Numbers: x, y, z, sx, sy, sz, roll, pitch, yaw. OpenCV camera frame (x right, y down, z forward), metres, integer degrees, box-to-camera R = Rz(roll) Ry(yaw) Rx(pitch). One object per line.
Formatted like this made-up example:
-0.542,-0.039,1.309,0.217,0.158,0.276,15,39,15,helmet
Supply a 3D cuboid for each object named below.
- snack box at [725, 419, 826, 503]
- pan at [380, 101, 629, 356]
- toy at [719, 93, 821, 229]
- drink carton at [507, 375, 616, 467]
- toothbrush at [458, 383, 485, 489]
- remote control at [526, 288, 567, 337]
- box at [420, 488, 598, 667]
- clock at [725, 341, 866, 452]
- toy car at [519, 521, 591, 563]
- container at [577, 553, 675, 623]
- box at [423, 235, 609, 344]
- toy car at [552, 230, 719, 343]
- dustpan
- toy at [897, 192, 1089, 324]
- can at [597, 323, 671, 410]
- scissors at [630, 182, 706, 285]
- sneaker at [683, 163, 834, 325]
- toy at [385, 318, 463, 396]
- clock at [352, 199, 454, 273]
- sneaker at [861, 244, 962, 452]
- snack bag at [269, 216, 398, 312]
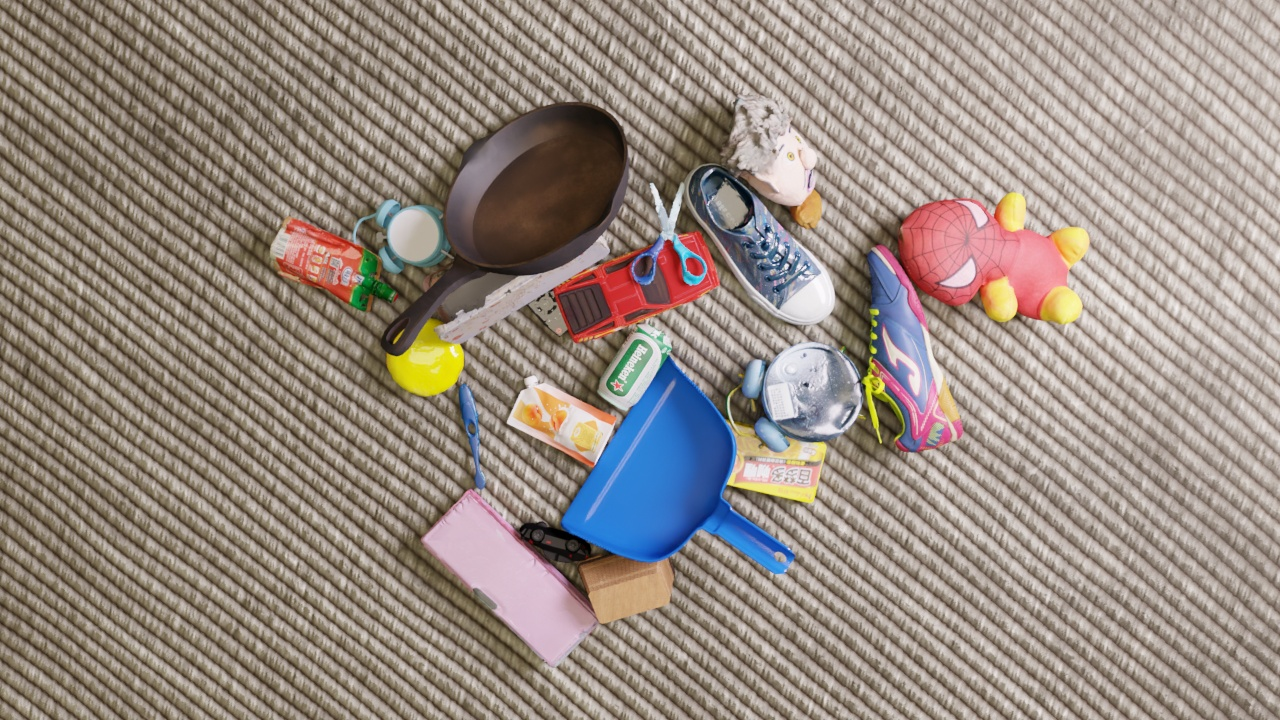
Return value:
0.143,0.120,1.115,0.152,0.025,0.075,13,96,0,snack box
-0.152,-0.137,1.012,0.249,0.043,0.355,34,80,37,pan
0.159,-0.224,1.041,0.076,0.132,0.176,-18,123,44,toy
-0.097,0.072,1.115,0.122,0.039,0.069,26,97,5,drink carton
-0.206,0.093,1.127,0.021,0.016,0.132,-9,93,2,toothbrush
-0.128,-0.085,1.107,0.039,0.010,0.124,-42,94,5,remote control
-0.158,0.268,1.128,0.098,0.046,0.233,-43,93,6,box
0.180,0.044,1.076,0.162,0.060,0.118,-11,82,-4,clock
-0.106,0.225,1.123,0.092,0.042,0.036,16,94,-1,toy car
-0.015,0.269,1.109,0.114,0.061,0.063,-17,112,3,container
-0.148,-0.111,1.063,0.216,0.095,0.107,-30,70,5,box
-0.005,-0.087,1.084,0.189,0.056,0.081,-22,97,0,toy car
0.065,0.160,1.066,0.258,0.059,0.245,33,94,14,dustpan
0.393,-0.115,1.045,0.216,0.099,0.147,15,69,-2,toy
-0.006,0.006,1.093,0.053,0.053,0.101,33,95,-2,can
0.022,-0.144,1.053,0.103,0.015,0.133,-17,91,-9,scissors
0.136,-0.132,1.062,0.087,0.079,0.235,-42,94,4,sneaker
-0.260,-0.004,1.104,0.094,0.041,0.095,-2,97,-1,toy
-0.283,-0.148,1.093,0.123,0.042,0.087,-2,96,7,clock
0.291,-0.011,1.057,0.091,0.116,0.241,-19,84,16,sneaker
-0.361,-0.107,1.091,0.155,0.044,0.087,25,123,0,snack bag
